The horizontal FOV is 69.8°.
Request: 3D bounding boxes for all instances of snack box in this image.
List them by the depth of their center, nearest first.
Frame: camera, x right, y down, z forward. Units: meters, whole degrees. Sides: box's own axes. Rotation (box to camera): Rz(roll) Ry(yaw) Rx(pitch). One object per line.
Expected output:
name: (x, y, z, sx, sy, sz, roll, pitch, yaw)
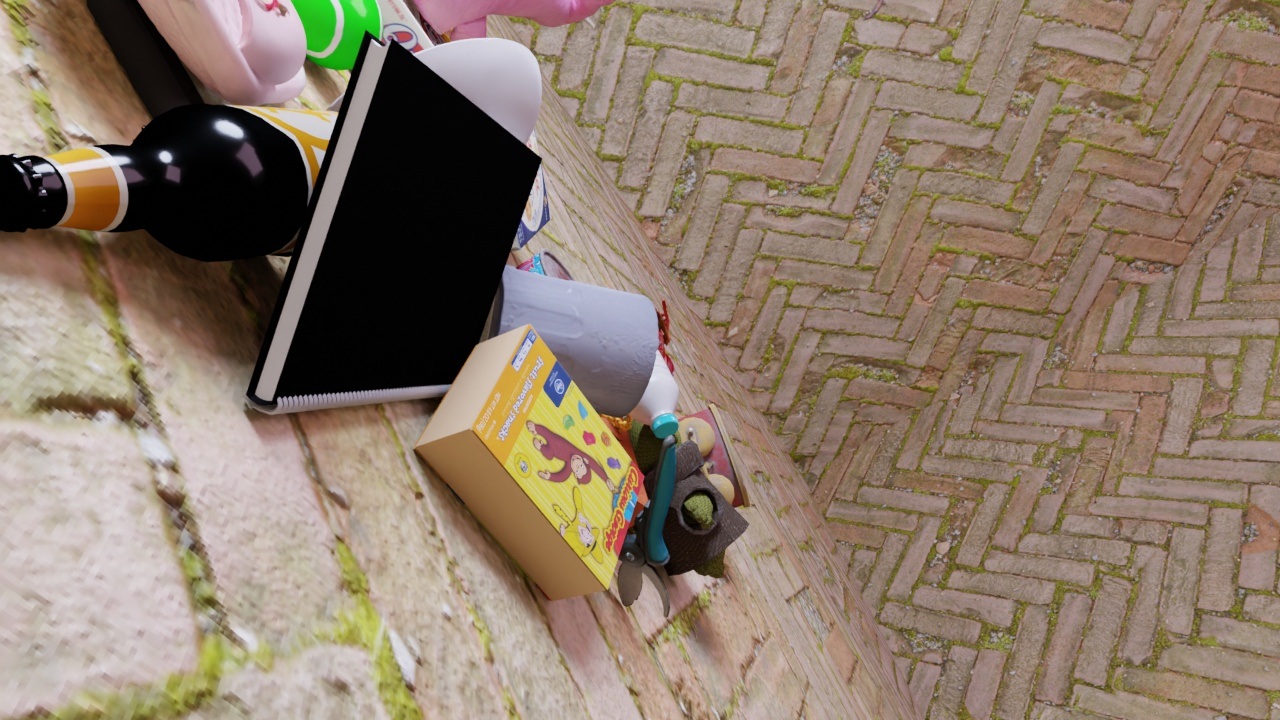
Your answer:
snack box: (-0.057, 0.058, 0.517, 0.126, 0.040, 0.088, 55, 33, -26)
snack box: (-0.126, -0.183, 0.834, 0.144, 0.043, 0.144, -74, 156, -69)
snack box: (-0.223, -0.313, 0.885, 0.110, 0.062, 0.230, 56, 8, -27)

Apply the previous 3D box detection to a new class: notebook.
notebook: (-0.105, -0.051, 0.445, 0.016, 0.149, 0.206, 20, 3, 9)

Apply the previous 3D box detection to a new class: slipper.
slipper: (-0.206, -0.179, 0.461, 0.107, 0.055, 0.221, 62, -4, -11)

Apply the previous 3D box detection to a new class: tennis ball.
tennis ball: (-0.216, -0.240, 0.651, 0.065, 0.065, 0.065, 57, 9, -14)

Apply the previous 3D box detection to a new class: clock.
clock: (0.059, 0.114, 0.977, 0.159, 0.081, 0.117, 73, -3, -85)

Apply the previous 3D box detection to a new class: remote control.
remote control: (-0.206, -0.109, 0.419, 0.147, 0.015, 0.033, 59, 8, 1)

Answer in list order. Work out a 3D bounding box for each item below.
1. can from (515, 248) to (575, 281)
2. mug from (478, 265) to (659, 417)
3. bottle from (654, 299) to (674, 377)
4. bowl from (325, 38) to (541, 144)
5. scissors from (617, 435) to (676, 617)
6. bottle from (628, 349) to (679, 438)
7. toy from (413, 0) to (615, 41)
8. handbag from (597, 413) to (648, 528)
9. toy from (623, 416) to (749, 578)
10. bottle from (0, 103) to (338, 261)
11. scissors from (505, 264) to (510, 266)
can: (-0.074, -0.038, 0.855, 0.130, 0.044, 0.129, 57, 8, -14)
mug: (-0.061, -0.015, 0.610, 0.104, 0.084, 0.124, 12, 4, -26)
bottle: (-0.009, -0.020, 1.013, 0.111, 0.099, 0.098, 58, 7, -42)
bowl: (-0.116, -0.120, 0.527, 0.043, 0.150, 0.149, 61, 9, 6)
scissors: (-0.004, 0.098, 0.597, 0.155, 0.125, 0.019, 53, 37, -4)
bottle: (-0.004, 0.004, 0.712, 0.044, 0.044, 0.136, 49, 11, -50)
toy: (-0.143, -0.343, 0.853, 0.265, 0.187, 0.128, -4, 100, -57)
handbag: (-0.049, 0.037, 0.702, 0.109, 0.060, 0.171, 49, 13, -34)
toy: (0.025, 0.114, 0.782, 0.152, 0.078, 0.180, 55, -16, 1)
bottle: (-0.162, -0.069, 0.355, 0.059, 0.059, 0.181, 59, 23, -1)
scissors: (-0.105, -0.075, 0.742, 0.175, 0.014, 0.141, 18, 33, -48)
